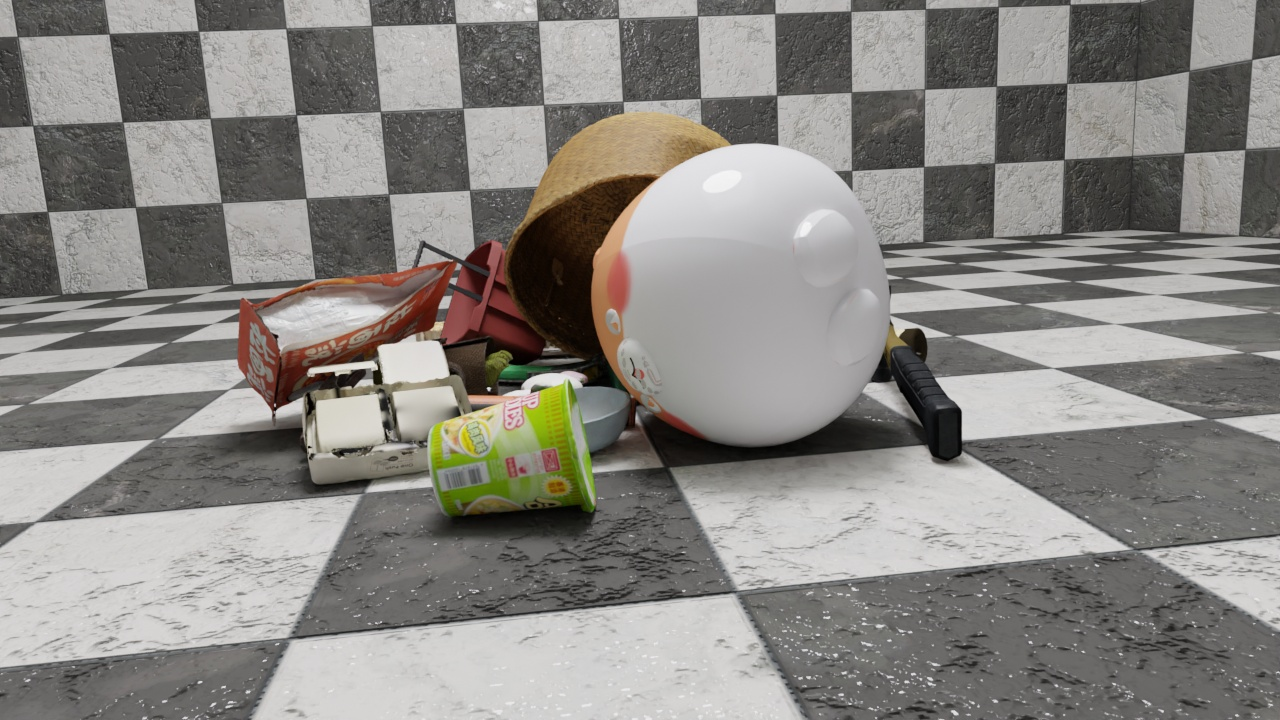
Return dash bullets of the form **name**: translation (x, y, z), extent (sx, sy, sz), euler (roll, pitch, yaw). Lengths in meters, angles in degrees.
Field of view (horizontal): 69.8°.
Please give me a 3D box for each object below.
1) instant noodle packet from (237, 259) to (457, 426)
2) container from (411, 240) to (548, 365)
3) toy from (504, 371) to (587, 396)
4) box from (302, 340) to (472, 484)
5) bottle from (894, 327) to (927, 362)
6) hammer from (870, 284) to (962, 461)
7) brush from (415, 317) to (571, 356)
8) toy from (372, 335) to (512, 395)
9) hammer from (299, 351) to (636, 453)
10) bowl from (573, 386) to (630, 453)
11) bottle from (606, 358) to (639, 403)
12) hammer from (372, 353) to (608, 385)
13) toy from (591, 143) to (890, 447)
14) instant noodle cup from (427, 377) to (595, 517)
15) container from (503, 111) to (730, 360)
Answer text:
- **instant noodle packet**: translation (-0.307, -0.036, 0.986), extent (0.220, 0.084, 0.165), euler (-27, -13, -33)
- **container**: translation (-0.219, -0.083, 1.200), extent (0.200, 0.148, 0.127), euler (22, -20, -27)
- **toy**: translation (-0.100, 0.034, 1.006), extent (0.079, 0.038, 0.122), euler (-11, 6, 32)
- **box**: translation (-0.235, 0.039, 0.847), extent (0.143, 0.050, 0.183), euler (-5, 39, -18)
- **bottle**: translation (0.257, -0.012, 1.132), extent (0.185, 0.045, 0.045), euler (-3, 8, 40)
- **hammer**: translation (0.260, 0.008, 0.895), extent (0.025, 0.118, 0.332), euler (-4, 16, 6)
- **brush**: translation (-0.197, -0.034, 1.337), extent (0.271, 0.057, 0.083), euler (-2, 12, 6)
- **toy**: translation (-0.223, 0.014, 1.032), extent (0.153, 0.078, 0.179), euler (-4, 13, 0)
- **hammer**: translation (-0.161, 0.042, 0.911), extent (0.314, 0.035, 0.137), euler (1, 34, -3)
- **bowl**: translation (-0.059, 0.059, 0.835), extent (0.106, 0.039, 0.106), euler (-7, 16, 2)
- **bottle**: translation (-0.006, 0.006, 1.057), extent (0.061, 0.061, 0.131), euler (-7, 11, -6)
- **hammer**: translation (-0.204, 0.014, 1.160), extent (0.319, 0.032, 0.130), euler (1, 12, 25)
- **toy**: translation (0.078, -0.052, 0.827), extent (0.281, 0.263, 0.264), euler (-5, 26, 47)
- **instant noodle cup**: translation (-0.095, 0.071, 0.677), extent (0.108, 0.099, 0.099), euler (-11, 11, 1)
- **container**: translation (0.002, -0.150, 1.142), extent (0.307, 0.307, 0.196), euler (-1, 43, 10)
